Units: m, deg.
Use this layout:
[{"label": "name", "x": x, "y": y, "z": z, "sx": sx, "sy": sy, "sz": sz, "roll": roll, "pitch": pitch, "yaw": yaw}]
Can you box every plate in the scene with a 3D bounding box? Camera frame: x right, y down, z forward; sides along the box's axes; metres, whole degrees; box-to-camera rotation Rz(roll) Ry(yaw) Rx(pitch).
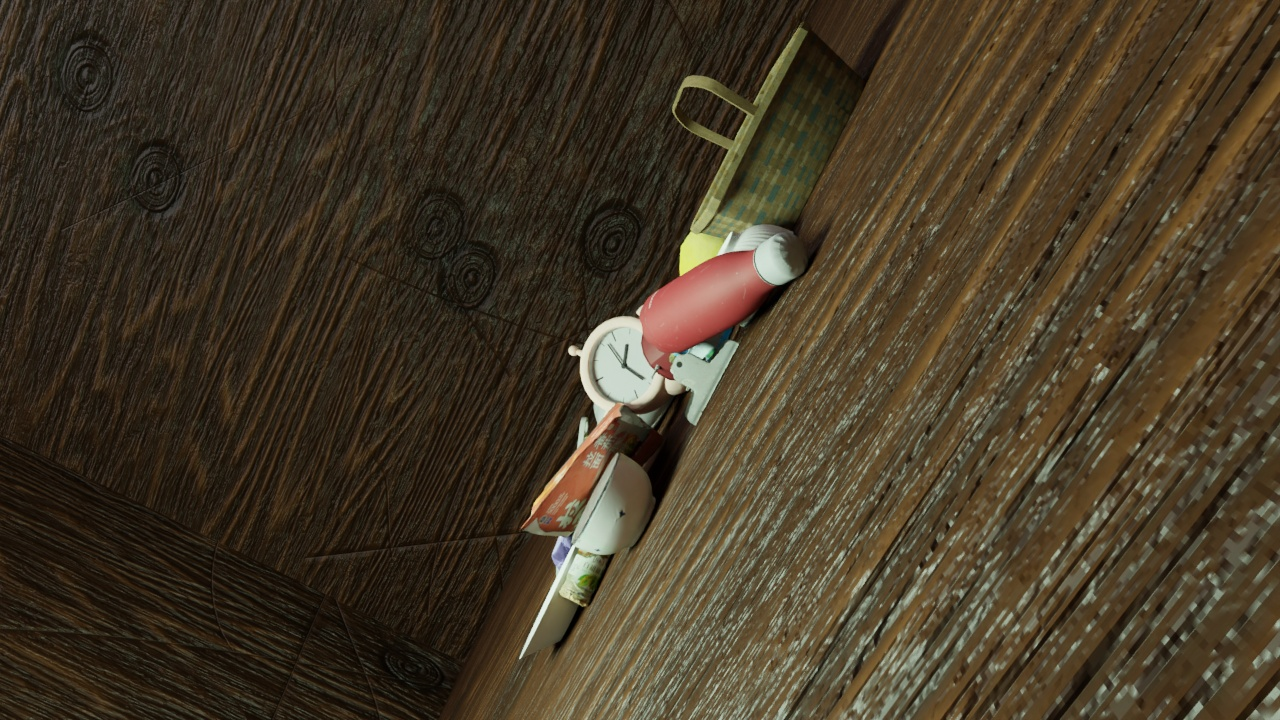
[{"label": "plate", "x": -0.101, "y": 0.312, "z": 1.188, "sx": 0.174, "sy": 0.036, "sz": 0.174, "roll": -64, "pitch": 1, "yaw": 1}]

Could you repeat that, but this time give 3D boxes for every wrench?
[{"label": "wrench", "x": -0.107, "y": 0.219, "z": 1.474, "sx": 0.087, "sy": 0.018, "sz": 0.272, "roll": 76, "pitch": -161, "yaw": -71}]

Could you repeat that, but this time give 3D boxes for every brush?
[{"label": "brush", "x": 0.086, "y": -0.050, "z": 1.089, "sx": 0.135, "sy": 0.055, "sz": 0.076, "roll": -64, "pitch": 7, "yaw": -33}]

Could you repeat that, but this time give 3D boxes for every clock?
[{"label": "clock", "x": -0.007, "y": 0.007, "z": 1.241, "sx": 0.161, "sy": 0.131, "sz": 0.086, "roll": -30, "pitch": -17, "yaw": 30}, {"label": "clock", "x": 0.045, "y": -0.028, "z": 1.157, "sx": 0.044, "sy": 0.087, "sz": 0.124, "roll": -40, "pitch": 42, "yaw": 45}]

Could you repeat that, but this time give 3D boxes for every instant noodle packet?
[{"label": "instant noodle packet", "x": -0.067, "y": 0.128, "z": 1.093, "sx": 0.164, "sy": 0.084, "sz": 0.221, "roll": -49, "pitch": -10, "yaw": 3}]

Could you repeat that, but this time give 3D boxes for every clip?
[{"label": "clip", "x": 0.065, "y": 0.017, "z": 1.011, "sx": 0.057, "sy": 0.054, "sz": 0.102, "roll": 22, "pitch": -83, "yaw": -57}]

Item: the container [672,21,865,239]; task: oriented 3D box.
[{"label": "container", "x": 0.126, "y": -0.272, "z": 1.091, "sx": 0.250, "sy": 0.186, "sz": 0.157, "roll": -63, "pitch": 3, "yaw": -4}]

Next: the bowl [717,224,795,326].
[{"label": "bowl", "x": 0.114, "y": -0.103, "z": 1.013, "sx": 0.118, "sy": 0.062, "sz": 0.118, "roll": -62, "pitch": 4, "yaw": 6}]

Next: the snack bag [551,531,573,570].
[{"label": "snack bag", "x": -0.071, "y": 0.218, "z": 1.368, "sx": 0.097, "sy": 0.058, "sz": 0.204, "roll": 117, "pitch": 176, "yaw": -54}]

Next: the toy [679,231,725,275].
[{"label": "toy", "x": 0.085, "y": -0.109, "z": 1.268, "sx": 0.133, "sy": 0.092, "sz": 0.208, "roll": -87, "pitch": 21, "yaw": -78}]

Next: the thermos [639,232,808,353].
[{"label": "thermos", "x": 0.083, "y": -0.069, "z": 0.924, "sx": 0.241, "sy": 0.073, "sz": 0.073, "roll": -28, "pitch": 32, "yaw": 58}]

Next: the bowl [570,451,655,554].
[{"label": "bowl", "x": -0.024, "y": 0.164, "z": 1.005, "sx": 0.113, "sy": 0.063, "sz": 0.113, "roll": -62, "pitch": 3, "yaw": 5}]

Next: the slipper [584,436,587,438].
[{"label": "slipper", "x": -0.054, "y": 0.144, "z": 1.502, "sx": 0.091, "sy": 0.081, "sz": 0.190, "roll": -71, "pitch": 6, "yaw": -85}]

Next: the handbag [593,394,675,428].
[{"label": "handbag", "x": 0.027, "y": 0.023, "z": 1.357, "sx": 0.223, "sy": 0.095, "sz": 0.215, "roll": -52, "pitch": 15, "yaw": 8}]

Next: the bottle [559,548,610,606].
[{"label": "bottle", "x": -0.059, "y": 0.241, "z": 1.115, "sx": 0.111, "sy": 0.043, "sz": 0.043, "roll": -64, "pitch": 4, "yaw": -15}]
